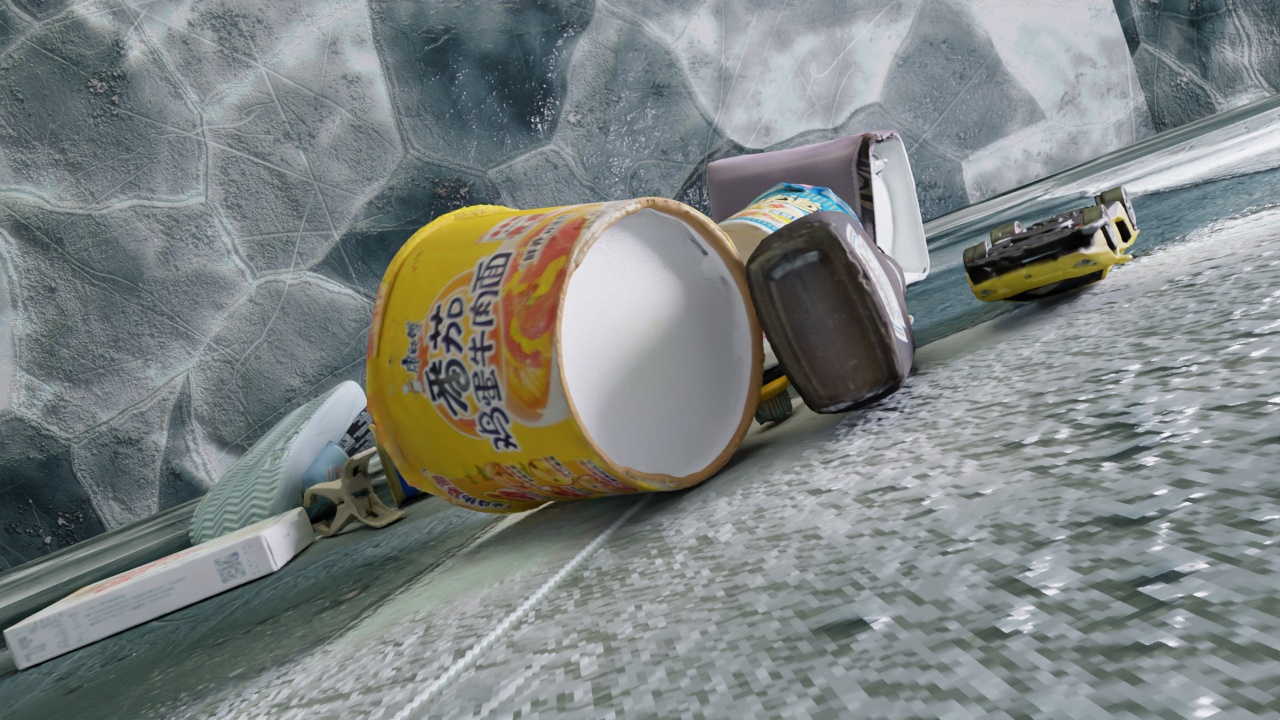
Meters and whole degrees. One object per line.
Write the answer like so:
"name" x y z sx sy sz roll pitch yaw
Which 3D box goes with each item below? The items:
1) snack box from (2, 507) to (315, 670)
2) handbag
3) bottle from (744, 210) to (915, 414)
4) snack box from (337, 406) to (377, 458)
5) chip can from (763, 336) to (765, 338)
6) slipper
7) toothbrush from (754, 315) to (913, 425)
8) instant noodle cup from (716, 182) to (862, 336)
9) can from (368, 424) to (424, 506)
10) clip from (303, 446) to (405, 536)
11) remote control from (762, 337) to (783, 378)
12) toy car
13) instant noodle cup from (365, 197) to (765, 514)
"snack box" -0.288 0.136 0.563 0.157 0.027 0.085 -20 3 -4
"handbag" 0.165 -0.136 0.881 0.098 0.145 0.197 -27 20 -36
"bottle" 0.096 -0.028 0.416 0.044 0.080 0.194 -25 0 21
"snack box" -0.301 0.080 0.982 0.113 0.053 0.126 -46 7 -8
"chip can" 0.039 -0.017 0.653 0.210 0.071 0.072 -24 5 -41
"slipper" -0.283 0.094 0.760 0.104 0.074 0.245 -28 19 14
"toothbrush" 0.105 0.000 0.474 0.016 0.018 0.190 -20 0 39
"instant noodle cup" 0.079 -0.057 0.570 0.099 0.099 0.109 -19 4 31
"can" -0.146 0.060 0.659 0.083 0.057 0.102 -19 3 -17
"clip" -0.185 0.087 0.588 0.034 0.071 0.100 -23 1 -37
"remote control" 0.083 -0.003 0.540 0.149 0.021 0.058 -23 -9 -20
"toy car" 0.210 -0.055 0.468 0.071 0.041 0.155 -18 2 34
"instant noodle cup" -0.024 -0.003 0.374 0.137 0.138 0.110 -24 13 -41
